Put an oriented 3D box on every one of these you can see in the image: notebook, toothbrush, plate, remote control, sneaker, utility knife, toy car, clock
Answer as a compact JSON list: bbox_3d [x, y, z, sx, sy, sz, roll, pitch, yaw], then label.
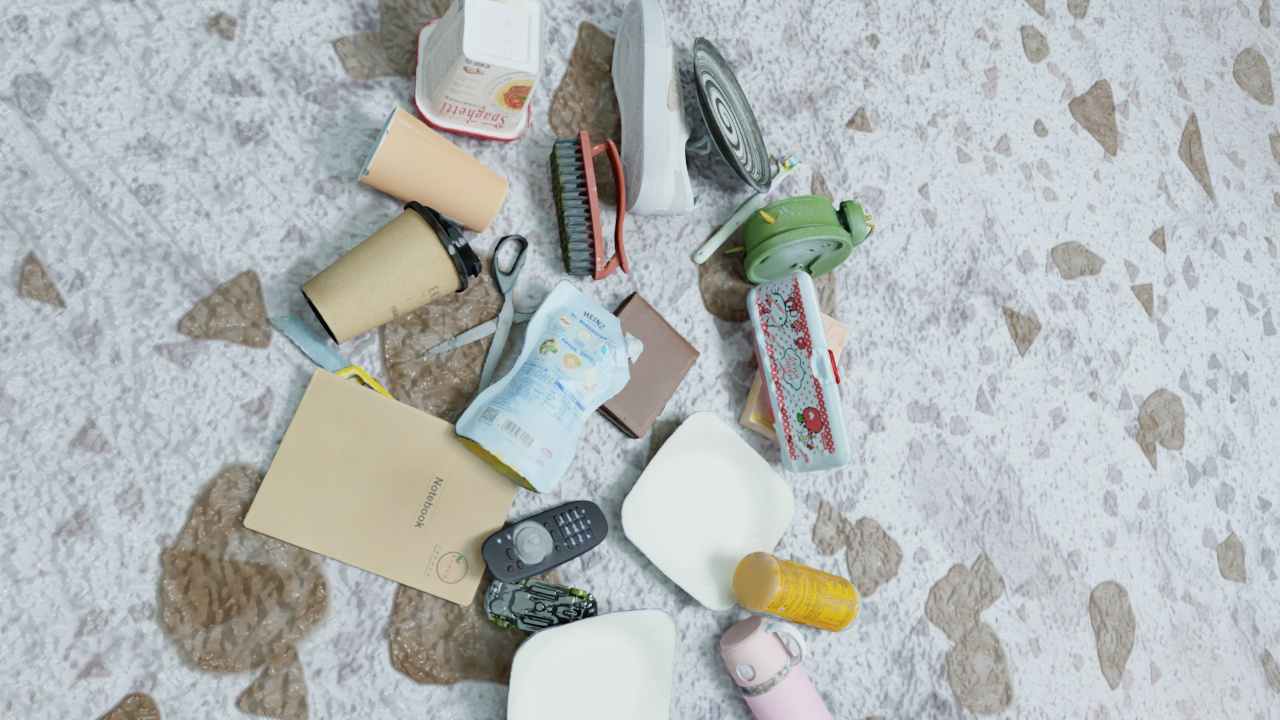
[{"bbox_3d":[-0.217,0.114,0.810,0.207,0.008,0.147,26,78,-18],"label":"notebook"},{"bbox_3d":[0.119,-0.171,1.029,0.189,0.029,0.020,-47,141,-23],"label":"toothbrush"},{"bbox_3d":[-0.047,0.299,0.827,0.163,0.034,0.164,-2,103,-28],"label":"plate"},{"bbox_3d":[-0.089,0.168,0.852,0.136,0.024,0.053,-16,72,-40],"label":"remote control"},{"bbox_3d":[0.026,-0.267,0.966,0.090,0.090,0.242,3,79,-26],"label":"sneaker"},{"bbox_3d":[-0.240,0.037,0.821,0.223,0.015,0.033,45,66,-11],"label":"utility knife"},{"bbox_3d":[-0.092,0.227,0.845,0.105,0.032,0.048,16,73,-10],"label":"toy car"},{"bbox_3d":[0.181,-0.130,0.997,0.161,0.116,0.056,-3,71,-23],"label":"clock"},{"bbox_3d":[0.066,0.152,0.931,0.164,0.034,0.163,44,66,-11],"label":"plate"},{"bbox_3d":[0.094,-0.260,0.988,0.179,0.024,0.179,46,31,-40],"label":"plate"}]

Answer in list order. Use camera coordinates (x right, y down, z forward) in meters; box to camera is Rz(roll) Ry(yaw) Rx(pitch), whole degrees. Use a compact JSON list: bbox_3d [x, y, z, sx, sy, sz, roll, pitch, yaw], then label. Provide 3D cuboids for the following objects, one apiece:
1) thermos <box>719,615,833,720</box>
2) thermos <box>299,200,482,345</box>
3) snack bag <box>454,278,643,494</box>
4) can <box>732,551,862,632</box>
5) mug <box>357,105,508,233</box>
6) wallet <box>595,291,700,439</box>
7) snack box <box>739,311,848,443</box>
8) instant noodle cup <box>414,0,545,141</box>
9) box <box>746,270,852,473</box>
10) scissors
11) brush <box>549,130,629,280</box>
[{"bbox_3d":[0.158,0.346,0.908,0.198,0.087,0.067,60,30,-4],"label":"thermos"},{"bbox_3d":[-0.223,-0.076,0.816,0.143,0.093,0.093,-35,95,-19],"label":"thermos"},{"bbox_3d":[-0.080,0.022,0.857,0.110,0.039,0.190,32,65,2],"label":"snack bag"},{"bbox_3d":[0.159,0.234,0.922,0.146,0.058,0.058,25,69,-38],"label":"can"},{"bbox_3d":[-0.190,-0.172,0.857,0.122,0.078,0.078,28,69,-23],"label":"mug"},{"bbox_3d":[-0.005,0.005,0.930,0.101,0.032,0.124,43,67,-15],"label":"wallet"},{"bbox_3d":[0.171,0.015,1.011,0.084,0.026,0.157,27,69,-18],"label":"snack box"},{"bbox_3d":[-0.146,-0.284,0.869,0.116,0.124,0.116,5,78,-24],"label":"instant noodle cup"},{"bbox_3d":[0.175,0.011,0.942,0.095,0.101,0.201,-10,84,-24],"label":"box"},{"bbox_3d":[-0.127,-0.039,0.894,0.159,0.014,0.181,8,79,-21],"label":"scissors"},{"bbox_3d":[-0.048,-0.152,0.922,0.069,0.063,0.145,-6,83,-12],"label":"brush"}]
